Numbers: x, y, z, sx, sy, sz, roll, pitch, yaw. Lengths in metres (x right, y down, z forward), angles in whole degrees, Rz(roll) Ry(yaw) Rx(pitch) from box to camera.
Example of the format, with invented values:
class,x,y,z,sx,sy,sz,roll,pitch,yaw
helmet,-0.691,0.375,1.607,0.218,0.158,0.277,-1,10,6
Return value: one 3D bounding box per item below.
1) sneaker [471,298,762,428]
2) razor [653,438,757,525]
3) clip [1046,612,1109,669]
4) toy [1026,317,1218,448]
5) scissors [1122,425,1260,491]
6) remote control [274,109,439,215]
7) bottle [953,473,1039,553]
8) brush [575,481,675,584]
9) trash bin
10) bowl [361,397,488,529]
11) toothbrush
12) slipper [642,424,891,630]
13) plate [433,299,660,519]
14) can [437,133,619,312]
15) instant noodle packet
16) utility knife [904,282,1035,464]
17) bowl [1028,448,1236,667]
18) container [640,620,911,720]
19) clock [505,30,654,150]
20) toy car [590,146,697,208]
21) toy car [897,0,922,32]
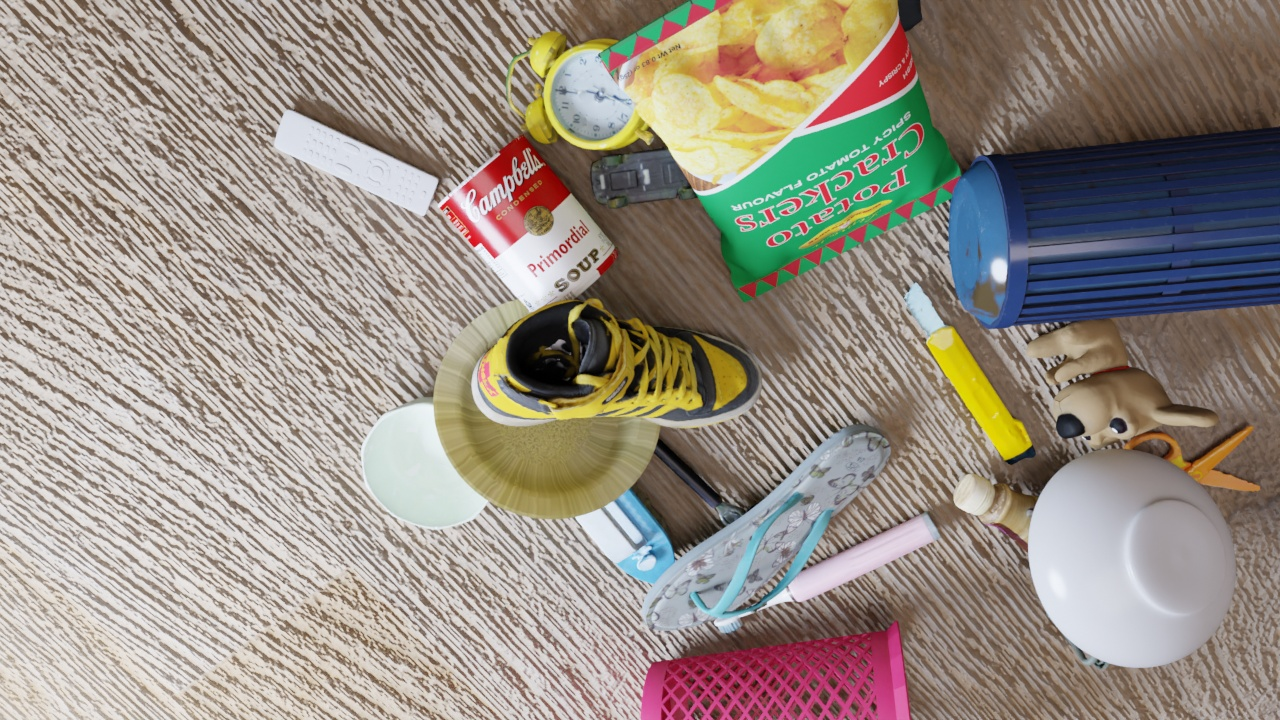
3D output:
class,x,y,z,sx,sy,sz,roll,pitch,yaw
sneaker,-0.004,0.004,0.699,0.238,0.122,0.086,-3,78,-15
razor,0.049,0.107,0.812,0.144,0.022,0.043,42,105,-11
clip,0.400,0.246,0.818,0.050,0.078,0.023,12,110,-17
toy,0.370,0.018,0.731,0.105,0.134,0.108,-21,81,-13
scissors,0.473,0.103,0.794,0.125,0.011,0.128,13,112,0
remote control,-0.226,-0.159,0.735,0.131,0.012,0.033,25,107,-6
bottle,0.349,0.145,0.790,0.166,0.059,0.060,25,109,-6
brush,-0.016,0.147,0.802,0.055,0.075,0.136,-35,104,14
trash bin,0.362,-0.095,0.663,0.250,0.139,0.139,-5,109,6
bowl,-0.175,0.081,0.794,0.117,0.061,0.117,1,109,2
toothbrush,0.166,0.198,0.837,0.223,0.027,0.026,-29,105,13
slipper,0.119,0.165,0.800,0.269,0.054,0.098,-43,133,10
plate,-0.077,0.041,0.755,0.184,0.036,0.184,5,72,-14
can,-0.085,-0.102,0.710,0.087,0.086,0.116,-37,104,14
instant noodle packet,0.115,-0.167,0.660,0.196,0.090,0.253,-27,133,12
utility knife,0.275,0.013,0.768,0.030,0.018,0.191,-35,108,9
bowl,0.406,0.156,0.732,0.176,0.066,0.176,2,79,-11
container,0.124,0.332,0.819,0.226,0.182,0.183,-6,109,13
clock,-0.043,-0.200,0.689,0.119,0.057,0.083,11,110,8
toy car,0.007,-0.144,0.716,0.091,0.036,0.042,-7,109,6
toy car,0.149,-0.250,0.671,0.112,0.034,0.046,-15,108,8
